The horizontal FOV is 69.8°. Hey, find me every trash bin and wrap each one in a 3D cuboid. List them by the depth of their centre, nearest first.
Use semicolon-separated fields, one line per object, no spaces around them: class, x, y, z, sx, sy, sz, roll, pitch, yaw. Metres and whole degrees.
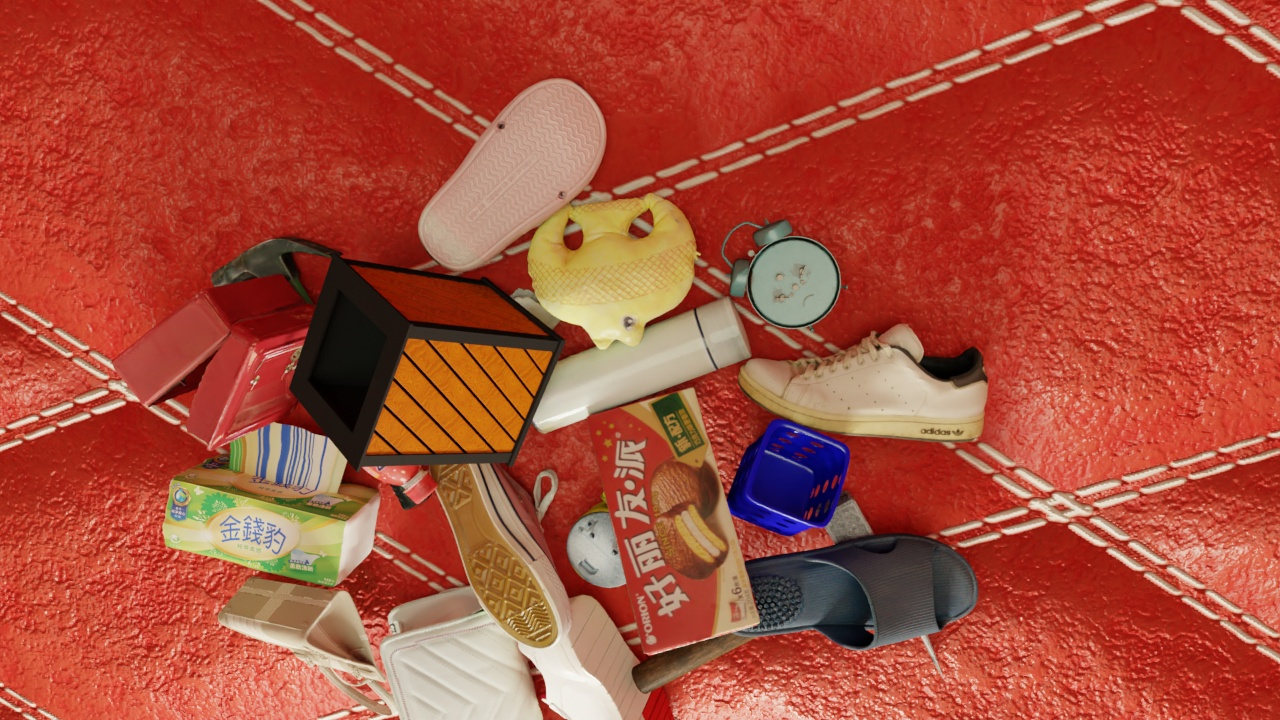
trash bin;-0.198;0.004;0.854;0.140;0.171;0.140;37;111;37

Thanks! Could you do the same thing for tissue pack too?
tissue pack;-0.380;0.135;0.967;0.197;0.120;0.141;12;101;-3

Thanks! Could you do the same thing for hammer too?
hammer;0.145;0.300;0.965;0.301;0.037;0.217;-30;97;6
hammer;-0.316;0.016;0.972;0.130;0.032;0.319;-27;99;10

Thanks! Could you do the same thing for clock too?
clock;0.135;-0.085;0.890;0.124;0.053;0.090;37;102;-3
clock;-0.023;0.180;0.958;0.083;0.057;0.119;43;106;2

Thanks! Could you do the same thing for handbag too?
handbag;-0.189;0.352;1.000;0.142;0.096;0.198;-14;100;-7
handbag;-0.337;0.326;1.005;0.176;0.062;0.198;-5;128;39

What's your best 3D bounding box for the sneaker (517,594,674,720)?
sneaker;-0.052;0.368;0.999;0.104;0.090;0.236;-23;107;31

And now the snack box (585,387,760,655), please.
snack box;0.030;0.154;0.893;0.113;0.060;0.236;-15;72;1

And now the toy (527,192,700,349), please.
toy;-0.026;-0.088;0.894;0.170;0.064;0.154;-5;77;6

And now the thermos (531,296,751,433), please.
thermos;-0.005;0.005;0.918;0.230;0.067;0.068;-21;99;9

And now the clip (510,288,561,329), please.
clip;-0.112;-0.048;0.945;0.054;0.043;0.102;40;102;-15

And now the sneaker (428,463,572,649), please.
sneaker;-0.133;0.182;0.958;0.118;0.087;0.241;-38;73;28

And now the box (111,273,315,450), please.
box;-0.393;-0.016;0.879;0.127;0.157;0.137;35;102;2

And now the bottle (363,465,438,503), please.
bottle;-0.262;0.086;0.936;0.062;0.062;0.137;-39;97;12

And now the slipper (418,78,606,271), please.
slipper;-0.123;-0.175;0.897;0.221;0.055;0.107;-44;96;4

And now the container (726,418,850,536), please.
container;0.139;0.118;0.890;0.084;0.114;0.085;22;73;1

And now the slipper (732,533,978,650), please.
slipper;0.201;0.231;0.892;0.263;0.082;0.101;-5;97;3

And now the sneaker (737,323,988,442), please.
sneaker;0.218;0.012;0.881;0.241;0.088;0.102;8;111;0
